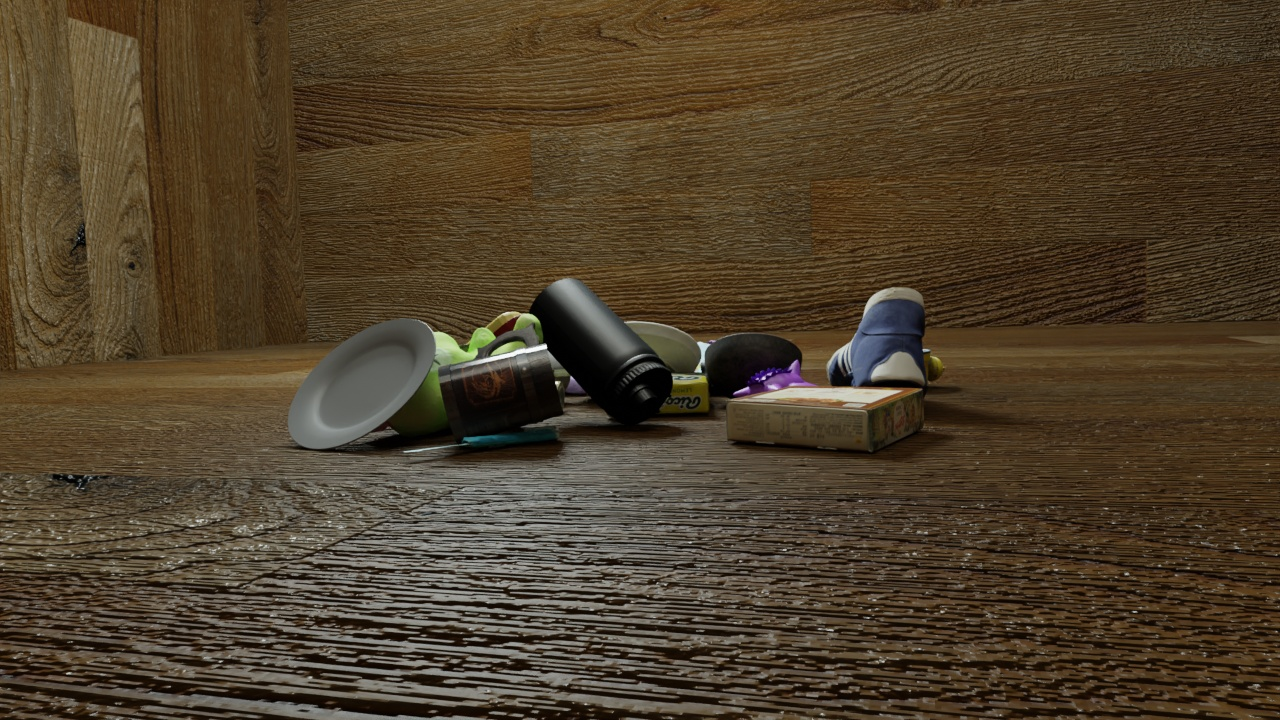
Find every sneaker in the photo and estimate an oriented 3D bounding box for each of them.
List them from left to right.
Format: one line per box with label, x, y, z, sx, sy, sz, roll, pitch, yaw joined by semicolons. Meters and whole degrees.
sneaker;0.282;0.028;1.083;0.091;0.118;0.234;6;-30;-4

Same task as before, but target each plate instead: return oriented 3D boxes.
plate;-0.289;0.024;0.961;0.179;0.012;0.178;-18;41;16
plate;-0.007;0.007;1.248;0.182;0.034;0.183;0;-28;0

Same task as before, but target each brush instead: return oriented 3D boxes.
brush;-0.209;-0.009;1.255;0.174;0.042;0.082;-39;-13;14

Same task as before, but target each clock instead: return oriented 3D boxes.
clock;0.367;0.009;1.271;0.118;0.057;0.083;-6;5;-38

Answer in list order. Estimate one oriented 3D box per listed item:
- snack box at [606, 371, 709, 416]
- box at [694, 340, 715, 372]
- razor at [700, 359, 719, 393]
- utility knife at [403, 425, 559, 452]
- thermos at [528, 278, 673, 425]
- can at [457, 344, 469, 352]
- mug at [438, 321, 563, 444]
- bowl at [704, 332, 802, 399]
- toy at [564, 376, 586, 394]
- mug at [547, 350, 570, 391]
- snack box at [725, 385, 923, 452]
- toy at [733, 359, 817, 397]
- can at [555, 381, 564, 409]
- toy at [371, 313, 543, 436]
snack box;0.025;0.036;1.144;0.121;0.045;0.180;-2;4;5
box;0.129;0.023;1.419;0.090;0.091;0.214;41;-6;-13
razor;0.142;0.030;1.242;0.067;0.054;0.152;-36;31;-30
utility knife;-0.149;0.076;0.876;0.166;0.015;0.022;-3;4;-38
thermos;-0.040;-0.004;1.029;0.086;0.086;0.198;-6;38;-41
can;-0.227;0.024;1.122;0.090;0.074;0.090;-8;-7;-1
mug;-0.142;0.018;0.921;0.107;0.115;0.080;-14;-35;-5
bowl;0.138;0.020;1.133;0.121;0.056;0.121;4;-27;2
toy;-0.091;0.031;1.367;0.080;0.036;0.099;9;12;14
mug;-0.129;0.017;1.227;0.113;0.084;0.070;-2;2;20
snack box;0.178;0.052;0.878;0.143;0.041;0.146;1;5;35
toy;0.159;0.033;1.055;0.087;0.056;0.106;-9;0;-39
can;-0.138;0.046;1.147;0.079;0.038;0.038;-1;4;9
toy;-0.201;0.024;1.014;0.197;0.107;0.150;-11;46;5
